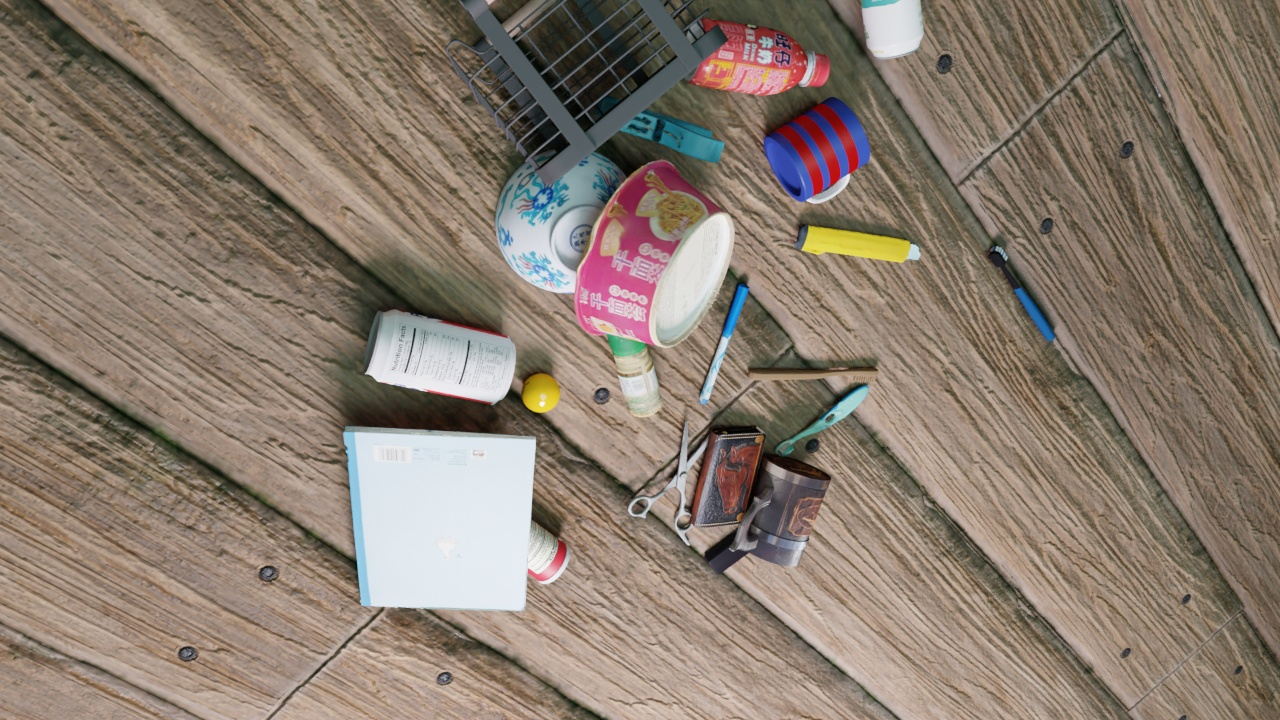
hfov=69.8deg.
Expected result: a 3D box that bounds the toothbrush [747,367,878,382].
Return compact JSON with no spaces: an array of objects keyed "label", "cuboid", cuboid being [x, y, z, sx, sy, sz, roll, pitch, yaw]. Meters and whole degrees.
[{"label":"toothbrush","cuboid":[0.199,0.017,1.052,0.166,0.016,0.016,0,112,-19]}]

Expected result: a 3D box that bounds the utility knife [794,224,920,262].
[{"label":"utility knife","cuboid":[0.240,-0.125,1.002,0.164,0.017,0.030,6,116,-20]}]

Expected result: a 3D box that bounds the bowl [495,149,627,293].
[{"label":"bowl","cuboid":[-0.061,-0.123,0.871,0.143,0.074,0.144,-7,115,-15]}]

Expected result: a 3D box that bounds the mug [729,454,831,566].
[{"label":"mug","cuboid":[0.153,0.171,1.052,0.115,0.080,0.107,9,101,-45]}]

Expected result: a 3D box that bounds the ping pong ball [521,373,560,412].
[{"label":"ping pong ball","cuboid":[-0.103,0.034,0.947,0.040,0.040,0.040,-7,115,-15]}]

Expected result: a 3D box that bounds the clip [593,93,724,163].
[{"label":"clip","cuboid":[0.026,-0.209,0.849,0.129,0.121,0.031,6,119,-33]}]

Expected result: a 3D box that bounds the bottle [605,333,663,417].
[{"label":"bottle","cuboid":[-0.006,0.006,0.966,0.043,0.043,0.111,-20,118,-9]}]

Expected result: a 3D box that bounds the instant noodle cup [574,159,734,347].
[{"label":"instant noodle cup","cuboid":[0.022,-0.089,0.856,0.178,0.078,0.179,-48,155,-32]}]

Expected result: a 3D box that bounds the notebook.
[{"label":"notebook","cuboid":[-0.203,0.170,0.940,0.181,0.009,0.254,4,125,-6]}]

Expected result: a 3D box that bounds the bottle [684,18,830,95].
[{"label":"bottle","cuboid":[0.112,-0.283,0.865,0.137,0.062,0.062,2,112,-20]}]

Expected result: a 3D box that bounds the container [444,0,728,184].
[{"label":"container","cuboid":[-0.052,-0.240,0.714,0.163,0.241,0.130,-39,104,1]}]

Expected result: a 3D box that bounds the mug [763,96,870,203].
[{"label":"mug","cuboid":[0.179,-0.199,0.925,0.076,0.075,0.112,-32,145,-3]}]

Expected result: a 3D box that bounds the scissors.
[{"label":"scissors","cuboid":[0.051,0.145,1.062,0.141,0.014,0.162,-36,124,-7]}]

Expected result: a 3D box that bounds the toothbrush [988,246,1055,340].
[{"label":"toothbrush","cuboid":[0.457,-0.077,1.095,0.167,0.014,0.014,43,61,-31]}]

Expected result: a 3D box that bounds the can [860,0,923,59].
[{"label":"can","cuboid":[0.240,-0.347,0.881,0.055,0.055,0.102,-21,118,-8]}]

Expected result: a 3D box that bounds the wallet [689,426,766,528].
[{"label":"wallet","cuboid":[0.101,0.136,1.067,0.072,0.019,0.123,-1,114,-29]}]

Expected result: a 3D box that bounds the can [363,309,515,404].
[{"label":"can","cuboid":[-0.192,-0.003,0.884,0.132,0.070,0.070,13,108,-23]}]

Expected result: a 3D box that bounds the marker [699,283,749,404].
[{"label":"marker","cuboid":[0.091,-0.016,1.004,0.013,0.013,0.142,11,109,-22]}]

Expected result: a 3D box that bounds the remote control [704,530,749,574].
[{"label":"remote control","cuboid":[0.141,0.210,1.119,0.136,0.015,0.032,-36,119,0]}]

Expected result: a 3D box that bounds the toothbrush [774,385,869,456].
[{"label":"toothbrush","cuboid":[0.216,0.072,1.081,0.135,0.017,0.022,-35,118,0]}]

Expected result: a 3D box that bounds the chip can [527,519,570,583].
[{"label":"chip can","cuboid":[-0.167,0.164,0.977,0.052,0.052,0.214,-45,118,5]}]
